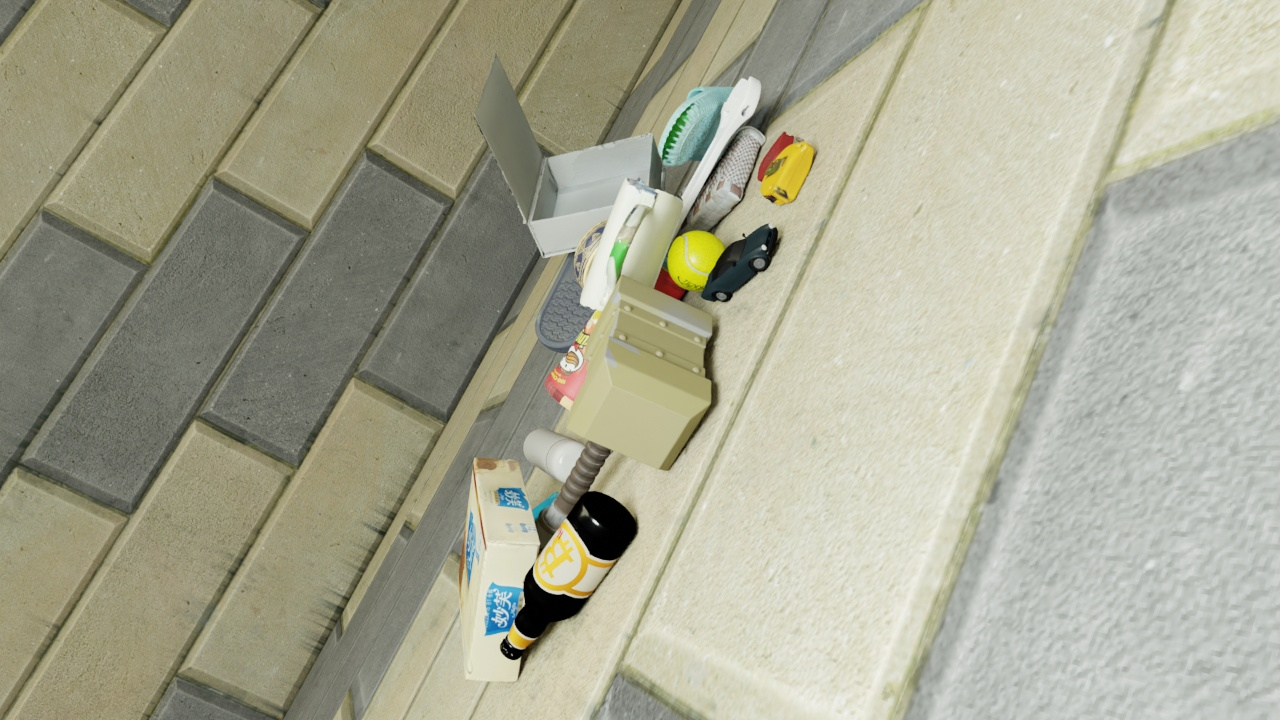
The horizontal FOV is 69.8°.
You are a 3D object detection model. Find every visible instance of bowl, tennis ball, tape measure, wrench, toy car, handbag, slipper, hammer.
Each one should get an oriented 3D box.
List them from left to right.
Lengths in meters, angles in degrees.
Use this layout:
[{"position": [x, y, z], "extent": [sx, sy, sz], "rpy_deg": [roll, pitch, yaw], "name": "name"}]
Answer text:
[{"position": [-0.048, 0.099, 0.922], "extent": [0.189, 0.100, 0.326], "rpy_deg": [-82, 18, -58], "name": "hammer"}, {"position": [-0.044, -0.111, 1.232], "extent": [0.267, 0.111, 0.083], "rpy_deg": [-62, -29, -21], "name": "slipper"}, {"position": [-0.038, -0.131, 1.132], "extent": [0.061, 0.112, 0.112], "rpy_deg": [46, 110, 35], "name": "bowl"}, {"position": [-0.009, -0.114, 0.968], "extent": [0.176, 0.074, 0.151], "rpy_deg": [-109, 40, -85], "name": "handbag"}, {"position": [0.062, -0.107, 0.990], "extent": [0.065, 0.065, 0.065], "rpy_deg": [-55, 14, 21], "name": "tennis ball"}, {"position": [0.071, -0.221, 1.125], "extent": [0.274, 0.018, 0.066], "rpy_deg": [-60, 20, 25], "name": "wrench"}, {"position": [0.075, -0.308, 1.183], "extent": [0.116, 0.069, 0.275], "rpy_deg": [-58, -10, 27], "name": "slipper"}, {"position": [0.082, -0.210, 1.179], "extent": [0.186, 0.047, 0.123], "rpy_deg": [-40, 24, 54], "name": "handbag"}, {"position": [0.096, -0.096, 0.910], "extent": [0.112, 0.034, 0.046], "rpy_deg": [-41, 23, 54], "name": "toy car"}, {"position": [0.148, -0.216, 1.013], "extent": [0.059, 0.019, 0.051], "rpy_deg": [-52, 16, 57], "name": "tape measure"}, {"position": [0.148, -0.191, 0.936], "extent": [0.068, 0.030, 0.059], "rpy_deg": [-61, 15, -9], "name": "tape measure"}]

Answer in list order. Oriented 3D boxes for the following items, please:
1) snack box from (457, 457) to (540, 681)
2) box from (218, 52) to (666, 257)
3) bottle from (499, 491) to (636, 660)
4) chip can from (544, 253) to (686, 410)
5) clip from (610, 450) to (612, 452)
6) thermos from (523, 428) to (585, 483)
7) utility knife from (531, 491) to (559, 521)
[{"position": [-0.154, 0.212, 0.968], "extent": [0.207, 0.055, 0.153], "rpy_deg": [-128, 46, -68], "name": "snack box"}, {"position": [-0.235, -0.267, 1.184], "extent": [0.235, 0.528, 0.166], "rpy_deg": [-53, 22, 39], "name": "box"}, {"position": [-0.075, 0.205, 0.840], "extent": [0.182, 0.059, 0.059], "rpy_deg": [-55, 14, 18], "name": "bottle"}, {"position": [-0.025, -0.035, 1.113], "extent": [0.214, 0.087, 0.087], "rpy_deg": [-55, 14, 14], "name": "chip can"}, {"position": [-0.040, 0.076, 1.053], "extent": [0.023, 0.043, 0.075], "rpy_deg": [-45, 19, 42], "name": "clip"}, {"position": [-0.104, 0.118, 1.144], "extent": [0.052, 0.052, 0.224], "rpy_deg": [-62, 13, -8], "name": "thermos"}, {"position": [-0.120, 0.185, 1.138], "extent": [0.207, 0.015, 0.031], "rpy_deg": [-44, 21, 60], "name": "utility knife"}]
